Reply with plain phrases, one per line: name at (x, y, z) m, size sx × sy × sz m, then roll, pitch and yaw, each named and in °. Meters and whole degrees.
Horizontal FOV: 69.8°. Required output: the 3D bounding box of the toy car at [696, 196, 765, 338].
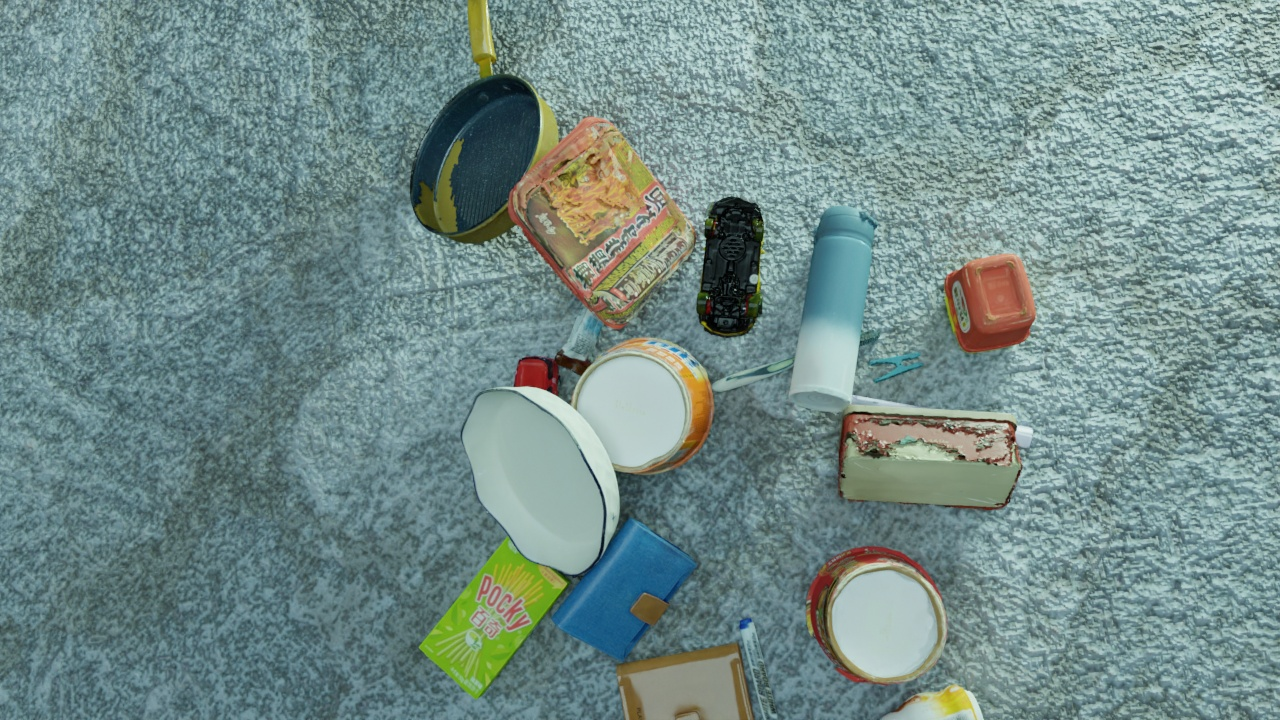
toy car at (0.102, -0.103, 1.010) m, size 0.071 × 0.041 × 0.155 m, roll 3°, pitch 81°, yaw 9°

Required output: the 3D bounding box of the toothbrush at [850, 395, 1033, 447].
toothbrush at (0.310, 0.060, 0.961) m, size 0.189 × 0.021 × 0.029 m, roll 12°, pitch 43°, yaw 12°

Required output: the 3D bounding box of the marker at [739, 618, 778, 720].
marker at (0.126, 0.337, 0.935) m, size 0.017 × 0.017 × 0.145 m, roll -15°, pitch 77°, yaw 5°

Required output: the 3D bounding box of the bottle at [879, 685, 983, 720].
bottle at (0.274, 0.355, 0.886) m, size 0.108 × 0.063 × 0.063 m, roll -17°, pitch 77°, yaw 4°

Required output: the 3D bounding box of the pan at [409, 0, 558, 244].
pan at (-0.182, -0.306, 1.044) m, size 0.198 × 0.078 × 0.356 m, roll -8°, pitch 69°, yaw 33°

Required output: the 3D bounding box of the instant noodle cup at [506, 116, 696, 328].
instant noodle cup at (-0.048, -0.145, 0.985) m, size 0.164 × 0.079 × 0.189 m, roll -47°, pitch 109°, yaw -26°

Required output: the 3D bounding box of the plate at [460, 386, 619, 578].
plate at (-0.098, 0.116, 0.925) m, size 0.045 × 0.205 × 0.205 m, roll -30°, pitch 72°, yaw -41°

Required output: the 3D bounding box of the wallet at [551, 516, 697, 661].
wallet at (-0.015, 0.236, 0.940) m, size 0.133 × 0.106 × 0.040 m, roll -51°, pitch 36°, yaw -2°

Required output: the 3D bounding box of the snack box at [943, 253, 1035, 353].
snack box at (0.363, -0.062, 0.944) m, size 0.082 × 0.080 × 0.091 m, roll -12°, pitch 77°, yaw 5°

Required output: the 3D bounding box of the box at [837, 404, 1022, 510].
box at (0.282, 0.102, 0.908) m, size 0.168 × 0.091 × 0.078 m, roll 2°, pitch 49°, yaw 9°

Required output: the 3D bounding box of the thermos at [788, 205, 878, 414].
thermos at (0.203, -0.057, 0.965) m, size 0.070 × 0.070 × 0.220 m, roll 9°, pitch 72°, yaw 10°

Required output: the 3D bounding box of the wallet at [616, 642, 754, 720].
wallet at (0.047, 0.354, 0.938) m, size 0.132 × 0.031 × 0.107 m, roll -12°, pitch 76°, yaw 7°

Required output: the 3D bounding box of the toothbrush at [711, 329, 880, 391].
toothbrush at (0.168, 0.000, 0.993) m, size 0.192 × 0.018 × 0.016 m, roll -18°, pitch 76°, yaw 3°

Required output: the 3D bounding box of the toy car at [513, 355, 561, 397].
toy car at (-0.119, 0.053, 1.012) m, size 0.053 × 0.045 × 0.120 m, roll 0°, pitch 81°, yaw 10°

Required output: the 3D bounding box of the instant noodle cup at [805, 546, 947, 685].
instant noodle cup at (0.234, 0.249, 0.889) m, size 0.138 × 0.108 × 0.137 m, roll -2°, pitch 79°, yaw 8°

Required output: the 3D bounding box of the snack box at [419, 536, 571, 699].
snack box at (-0.155, 0.273, 0.984) m, size 0.086 × 0.026 × 0.156 m, roll 38°, pitch 86°, yaw 12°

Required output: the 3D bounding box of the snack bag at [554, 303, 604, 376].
snack bag at (-0.059, -0.036, 1.027) m, size 0.045 × 0.026 × 0.105 m, roll 26°, pitch 80°, yaw -27°

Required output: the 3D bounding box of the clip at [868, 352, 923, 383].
clip at (0.273, 0.005, 0.979) m, size 0.056 × 0.014 × 0.041 m, roll -17°, pitch 78°, yaw 4°

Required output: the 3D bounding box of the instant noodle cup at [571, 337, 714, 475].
instant noodle cup at (-0.002, 0.050, 0.948) m, size 0.151 × 0.111 × 0.151 m, roll 0°, pitch 90°, yaw 9°

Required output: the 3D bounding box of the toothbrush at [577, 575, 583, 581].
toothbrush at (-0.098, 0.183, 1.000) m, size 0.012 × 0.017 × 0.186 m, roll -41°, pitch 74°, yaw 15°
